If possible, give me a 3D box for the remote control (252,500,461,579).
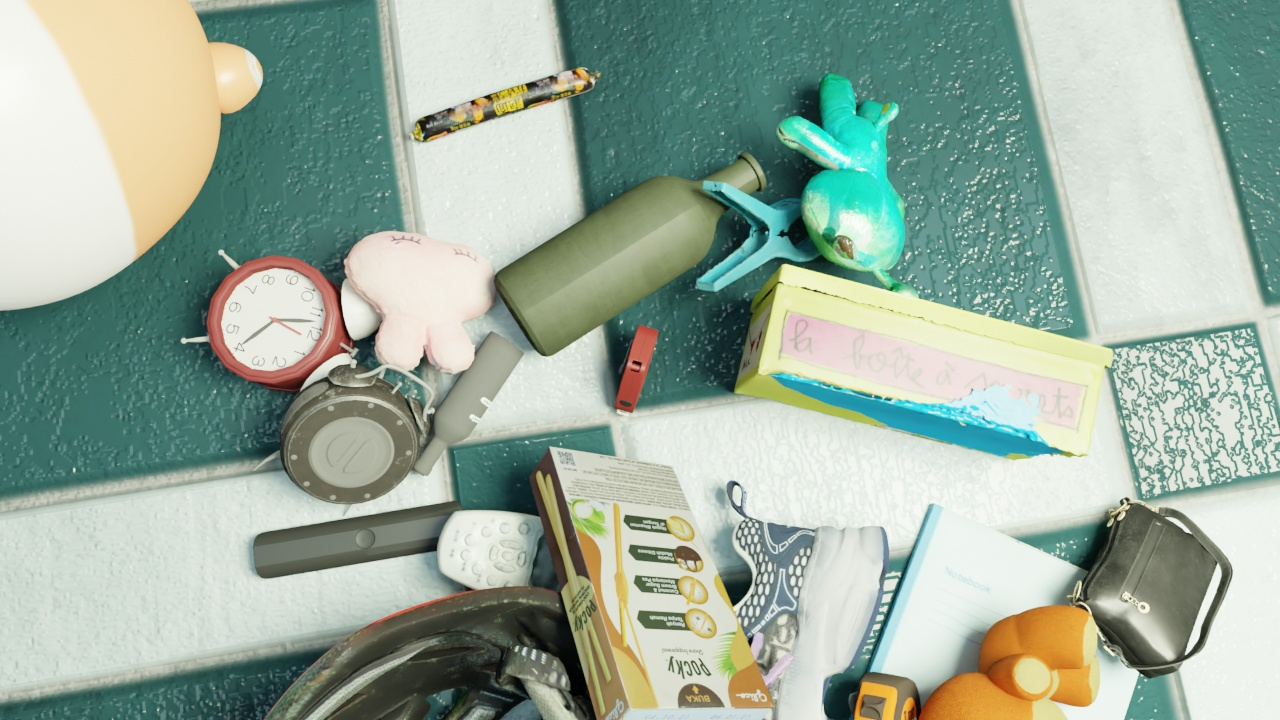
[{"bbox_3d":[-0.198,0.127,0.650,0.147,0.015,0.033,-9,81,-3],"label":"remote control"}]

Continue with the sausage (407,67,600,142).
[{"bbox_3d":[-0.104,-0.197,0.705,0.155,0.020,0.020,-19,82,-5],"label":"sausage"}]

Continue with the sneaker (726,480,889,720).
[{"bbox_3d":[0.067,0.220,0.615,0.132,0.103,0.269,19,80,16],"label":"sneaker"}]

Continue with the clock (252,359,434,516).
[{"bbox_3d":[-0.196,0.048,0.631,0.091,0.043,0.123,37,99,-32],"label":"clock"}]

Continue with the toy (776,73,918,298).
[{"bbox_3d":[0.157,-0.129,0.652,0.130,0.073,0.193,26,54,-27],"label":"toy"}]

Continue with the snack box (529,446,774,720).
[{"bbox_3d":[0.001,0.139,0.572,0.101,0.032,0.185,13,36,-33],"label":"snack box"}]

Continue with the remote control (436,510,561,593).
[{"bbox_3d":[-0.083,0.136,0.637,0.114,0.028,0.060,17,82,-10],"label":"remote control"}]

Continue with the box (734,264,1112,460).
[{"bbox_3d":[0.184,0.007,0.630,0.221,0.124,0.080,12,82,2],"label":"box"}]

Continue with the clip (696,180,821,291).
[{"bbox_3d":[0.092,-0.102,0.659,0.119,0.027,0.103,-7,112,-36],"label":"clip"}]

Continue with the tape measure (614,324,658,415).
[{"bbox_3d":[-0.004,0.004,0.662,0.019,0.059,0.051,17,50,1],"label":"tape measure"}]

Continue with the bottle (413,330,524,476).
[{"bbox_3d":[-0.127,0.033,0.661,0.030,0.030,0.113,32,81,4],"label":"bottle"}]

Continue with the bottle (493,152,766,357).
[{"bbox_3d":[-0.002,-0.084,0.663,0.206,0.071,0.071,-33,83,-7],"label":"bottle"}]

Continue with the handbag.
[{"bbox_3d":[0.349,0.152,0.634,0.079,0.054,0.128,37,61,9],"label":"handbag"}]

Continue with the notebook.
[{"bbox_3d":[0.243,0.253,0.646,0.181,0.009,0.253,23,81,3],"label":"notebook"}]

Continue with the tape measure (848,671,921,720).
[{"bbox_3d":[0.160,0.239,0.612,0.038,0.058,0.058,-2,84,36],"label":"tape measure"}]

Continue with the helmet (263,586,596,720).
[{"bbox_3d":[-0.109,0.260,0.552,0.271,0.167,0.217,-19,66,-14],"label":"helmet"}]

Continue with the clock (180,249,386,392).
[{"bbox_3d":[-0.245,-0.022,0.657,0.137,0.048,0.096,18,80,3],"label":"clock"}]

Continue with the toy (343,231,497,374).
[{"bbox_3d":[-0.152,-0.040,0.647,0.108,0.053,0.105,6,70,-32],"label":"toy"}]

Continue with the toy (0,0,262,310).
[{"bbox_3d":[-0.402,-0.170,0.581,0.263,0.266,0.279,37,52,19],"label":"toy"}]

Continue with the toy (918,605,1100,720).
[{"bbox_3d":[0.232,0.238,0.594,0.176,0.112,0.096,-37,43,-7],"label":"toy"}]

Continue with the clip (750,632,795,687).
[{"bbox_3d":[0.070,0.191,0.570,0.051,0.014,0.045,-32,64,2],"label":"clip"}]
